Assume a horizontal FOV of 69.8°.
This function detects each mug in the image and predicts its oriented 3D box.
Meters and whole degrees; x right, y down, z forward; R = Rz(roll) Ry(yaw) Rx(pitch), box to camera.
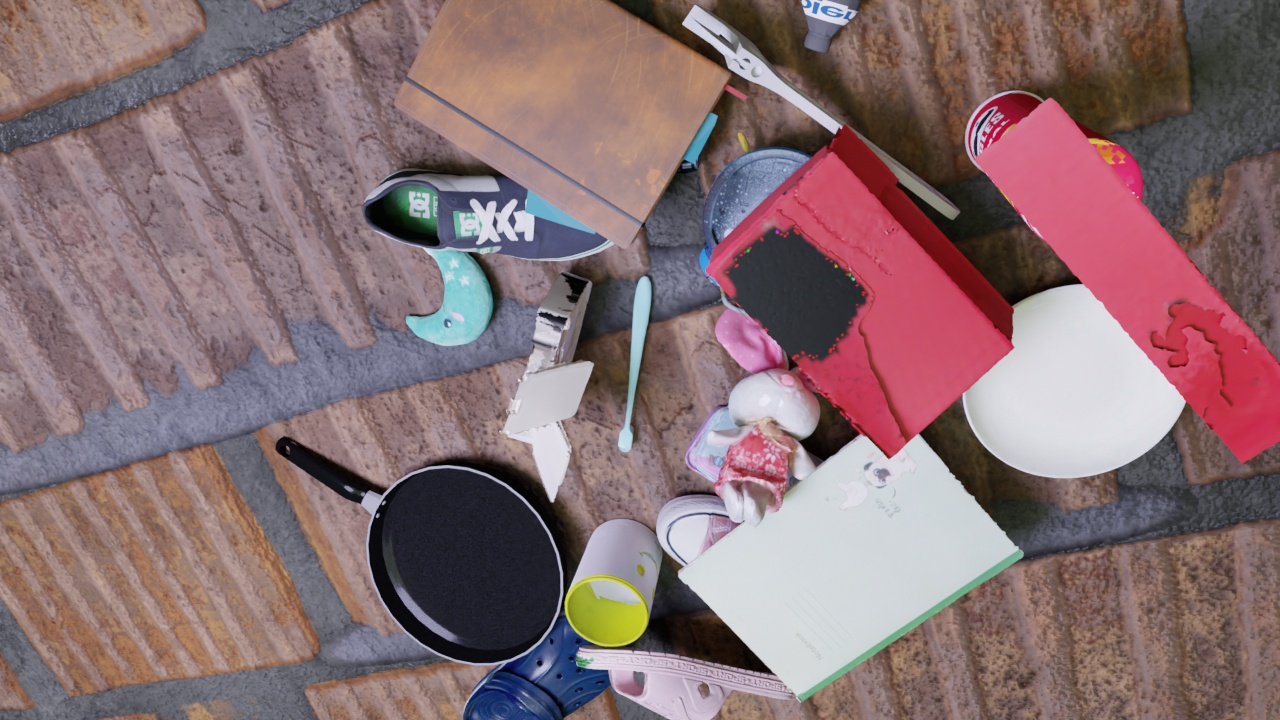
[{"bbox_3d":[-0.024,0.221,0.925,0.082,0.106,0.083,4,114,9],"label":"mug"}]

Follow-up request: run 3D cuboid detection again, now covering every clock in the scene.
[{"bbox_3d":[0.109,-0.108,0.783,0.117,0.060,0.162,13,116,4],"label":"clock"}]

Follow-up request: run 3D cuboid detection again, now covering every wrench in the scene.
[{"bbox_3d":[0.150,-0.196,0.740,0.273,0.086,0.018,31,115,-15],"label":"wrench"}]

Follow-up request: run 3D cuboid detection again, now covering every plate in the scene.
[{"bbox_3d":[0.374,0.016,0.800,0.182,0.034,0.182,4,114,9],"label":"plate"}]

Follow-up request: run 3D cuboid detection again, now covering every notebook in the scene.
[{"bbox_3d":[0.186,0.184,0.829,0.253,0.010,0.182,-40,100,17],"label":"notebook"},{"bbox_3d":[-0.064,-0.208,0.746,0.249,0.014,0.178,32,102,4],"label":"notebook"}]

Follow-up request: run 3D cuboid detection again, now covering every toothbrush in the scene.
[{"bbox_3d":[-0.005,0.005,0.878,0.016,0.016,0.181,10,113,8],"label":"toothbrush"}]

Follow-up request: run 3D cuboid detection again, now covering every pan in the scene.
[{"bbox_3d":[-0.239,0.179,0.978,0.356,0.034,0.226,32,110,7],"label":"pan"}]

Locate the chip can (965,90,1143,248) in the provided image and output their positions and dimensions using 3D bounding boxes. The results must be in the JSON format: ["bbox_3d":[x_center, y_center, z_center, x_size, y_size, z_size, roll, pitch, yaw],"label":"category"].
[{"bbox_3d":[0.282,-0.141,0.646,0.069,0.220,0.069,4,114,9],"label":"chip can"}]

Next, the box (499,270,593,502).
[{"bbox_3d":[-0.073,0.026,0.801,0.069,0.190,0.144,17,122,2],"label":"box"}]

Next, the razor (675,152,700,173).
[{"bbox_3d":[-0.006,-0.214,0.768,0.067,0.054,0.151,-43,93,12],"label":"razor"}]

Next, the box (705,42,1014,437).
[{"bbox_3d":[0.205,-0.117,0.813,0.213,0.324,0.153,42,131,-12],"label":"box"}]

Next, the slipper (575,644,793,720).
[{"bbox_3d":[0.049,0.335,0.934,0.239,0.064,0.094,16,162,-21],"label":"slipper"}]

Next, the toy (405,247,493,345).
[{"bbox_3d":[-0.181,-0.057,0.876,0.085,0.033,0.105,27,117,10],"label":"toy"}]

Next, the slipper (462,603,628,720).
[{"bbox_3d":[-0.109,0.366,1.013,0.105,0.095,0.253,42,117,-6],"label":"slipper"}]

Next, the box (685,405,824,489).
[{"bbox_3d":[0.150,0.120,0.873,0.214,0.096,0.077,30,88,-3],"label":"box"}]

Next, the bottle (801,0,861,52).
[{"bbox_3d":[0.151,-0.294,0.701,0.047,0.046,0.113,17,115,3],"label":"bottle"}]

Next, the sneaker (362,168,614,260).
[{"bbox_3d":[-0.128,-0.125,0.808,0.235,0.079,0.084,5,113,8],"label":"sneaker"}]

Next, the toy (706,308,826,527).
[{"bbox_3d":[0.114,0.054,0.804,0.159,0.193,0.084,25,155,4],"label":"toy"}]

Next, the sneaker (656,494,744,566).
[{"bbox_3d":[0.125,0.212,0.903,0.241,0.087,0.118,21,115,1],"label":"sneaker"}]
